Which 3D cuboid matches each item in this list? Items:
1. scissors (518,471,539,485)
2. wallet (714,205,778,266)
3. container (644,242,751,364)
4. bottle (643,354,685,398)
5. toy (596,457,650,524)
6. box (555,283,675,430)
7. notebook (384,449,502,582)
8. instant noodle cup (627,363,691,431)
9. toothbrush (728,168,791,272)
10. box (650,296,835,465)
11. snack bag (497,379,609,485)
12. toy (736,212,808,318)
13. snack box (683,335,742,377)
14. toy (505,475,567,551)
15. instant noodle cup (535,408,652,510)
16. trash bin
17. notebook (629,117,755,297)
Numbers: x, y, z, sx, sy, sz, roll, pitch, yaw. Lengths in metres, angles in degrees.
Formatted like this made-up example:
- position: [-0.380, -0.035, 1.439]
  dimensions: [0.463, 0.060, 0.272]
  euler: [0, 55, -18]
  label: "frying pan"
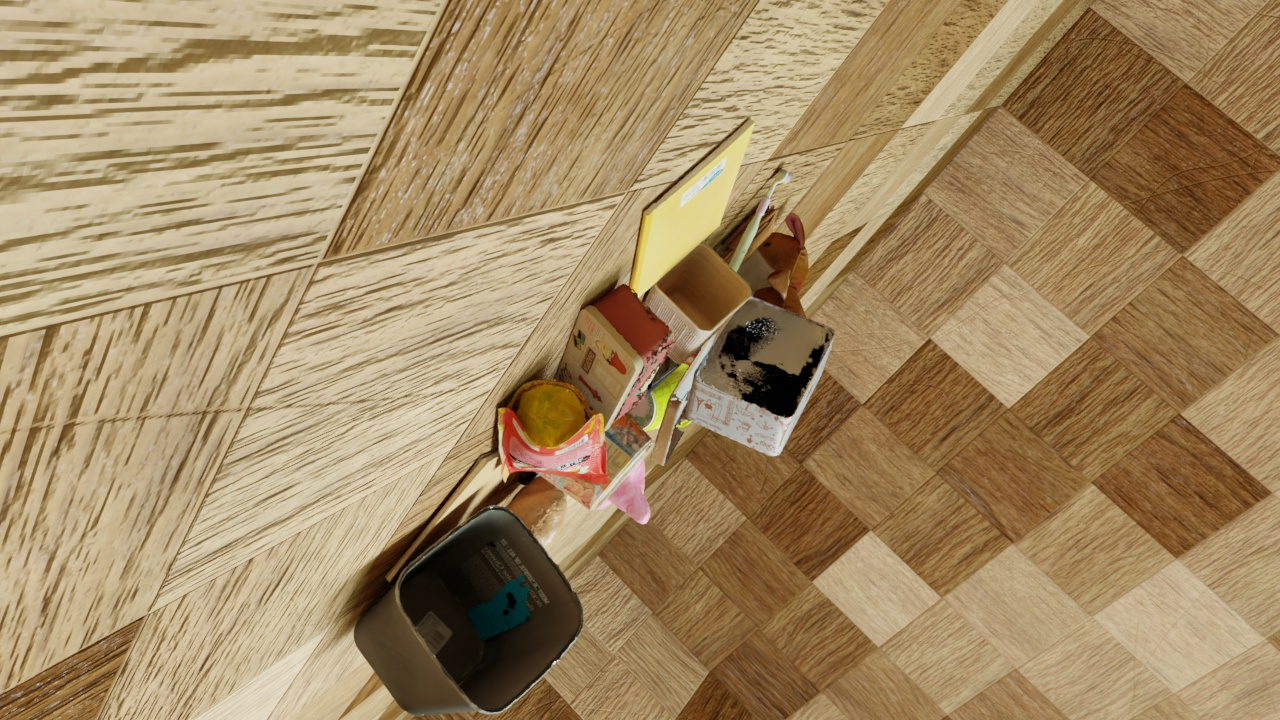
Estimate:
- position: [-0.153, 0.166, 1.351]
  dimensions: [0.164, 0.014, 0.165]
  euler: [-47, 172, 23]
  label: "scissors"
- position: [0.126, -0.143, 1.201]
  dimensions: [0.131, 0.031, 0.108]
  euler: [-46, 172, -5]
  label: "wallet"
- position: [0.057, -0.062, 1.080]
  dimensions: [0.089, 0.090, 0.111]
  euler: [-41, 172, -27]
  label: "container"
- position: [0.052, -0.028, 1.297]
  dimensions: [0.194, 0.044, 0.080]
  euler: [-41, 151, -34]
  label: "bottle"
- position: [-0.049, 0.137, 1.312]
  dimensions: [0.074, 0.178, 0.195]
  euler: [-13, -170, -29]
  label: "toy"
- position: [-0.023, -0.002, 0.969]
  dimensions: [0.077, 0.091, 0.169]
  euler: [-36, 167, -29]
  label: "box"
- position: [-0.215, 0.175, 1.129]
  dimensions: [0.212, 0.012, 0.149]
  euler: [-49, 171, 19]
  label: "notebook"
- position: [0.020, 0.058, 1.377]
  dimensions: [0.112, 0.111, 0.123]
  euler: [-51, 161, 29]
  label: "instant noodle cup"
- position: [0.131, -0.145, 1.116]
  dimensions: [0.190, 0.020, 0.029]
  euler: [-62, 179, 9]
  label: "toothbrush"
- position: [0.132, 0.048, 1.168]
  dimensions: [0.180, 0.158, 0.206]
  euler: [-55, 166, -42]
  label: "box"
- position: [-0.097, 0.096, 1.016]
  dimensions: [0.208, 0.128, 0.073]
  euler: [96, -6, -64]
  label: "snack bag"
- position: [0.179, -0.103, 1.292]
  dimensions: [0.140, 0.130, 0.199]
  euler: [-29, -139, 59]
  label: "toy"
- position: [0.112, -0.010, 1.357]
  dimensions: [0.075, 0.153, 0.025]
  euler: [-24, 117, -30]
  label: "snack box"
- position: [-0.143, 0.210, 1.277]
  dimensions: [0.143, 0.082, 0.225]
  euler: [-39, -174, 10]
  label: "toy"
- position: [-0.063, 0.112, 1.175]
  dimensions: [0.151, 0.111, 0.151]
  euler: [-48, 173, -8]
  label: "instant noodle cup"
- position: [-0.224, 0.324, 1.134]
  dimensions: [0.198, 0.199, 0.220]
  euler: [-36, 179, -44]
  label: "trash bin"
- position: [0.047, -0.143, 0.928]
  dimensions: [0.145, 0.010, 0.206]
  euler: [-43, 170, -16]
  label: "notebook"
